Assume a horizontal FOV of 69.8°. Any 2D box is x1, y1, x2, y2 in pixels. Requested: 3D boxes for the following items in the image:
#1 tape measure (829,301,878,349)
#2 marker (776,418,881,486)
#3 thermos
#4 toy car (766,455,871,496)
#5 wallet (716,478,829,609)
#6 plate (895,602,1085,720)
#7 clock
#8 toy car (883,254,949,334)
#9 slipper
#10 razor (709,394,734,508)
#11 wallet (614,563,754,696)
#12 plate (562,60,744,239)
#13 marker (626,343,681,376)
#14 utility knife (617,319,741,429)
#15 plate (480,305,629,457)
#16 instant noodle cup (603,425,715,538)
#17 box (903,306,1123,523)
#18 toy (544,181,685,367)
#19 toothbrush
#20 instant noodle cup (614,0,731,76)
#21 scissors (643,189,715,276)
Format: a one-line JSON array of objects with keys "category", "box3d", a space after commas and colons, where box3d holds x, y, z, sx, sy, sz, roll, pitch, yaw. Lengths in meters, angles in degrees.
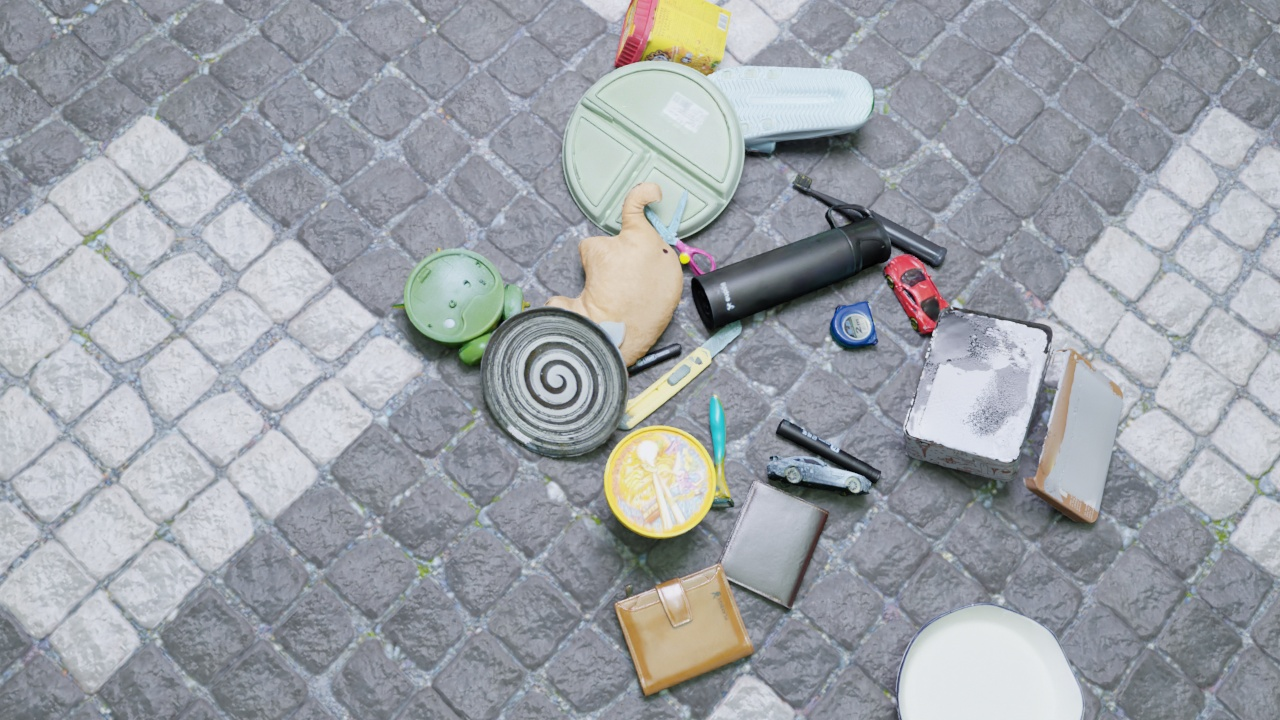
[{"category": "tape measure", "box3d": [0.261, -0.042, 1.128, 0.054, 0.025, 0.058, -10, 71, -4]}, {"category": "marker", "box3d": [0.222, 0.109, 1.087, 0.132, 0.020, 0.022, 28, 104, 3]}, {"category": "thermos", "box3d": [0.181, -0.119, 1.123, 0.242, 0.068, 0.090, -22, 84, -10]}, {"category": "toy car", "box3d": [0.206, 0.133, 1.061, 0.120, 0.054, 0.036, 12, 76, -1]}, {"category": "wallet", "box3d": [0.151, 0.209, 1.055, 0.096, 0.020, 0.122, 23, 75, 8]}, {"category": "plate", "box3d": [0.378, 0.372, 1.010, 0.205, 0.046, 0.204, 1, 74, -2]}, {"category": "clock", "box3d": [-0.203, -0.060, 1.088, 0.161, 0.056, 0.116, 32, 76, 6]}, {"category": "toy car", "box3d": [0.346, -0.085, 1.143, 0.049, 0.031, 0.106, -24, 75, -11]}, {"category": "slipper", "box3d": [0.172, -0.317, 1.170, 0.246, 0.074, 0.104, -1, 80, 14]}, {"category": "razor", "box3d": [0.089, 0.106, 1.074, 0.043, 0.028, 0.132, -7, 75, 27]}, {"category": "wallet", "box3d": [0.045, 0.291, 1.019, 0.130, 0.035, 0.119, -20, 83, -7]}, {"category": "plate", "box3d": [0.014, -0.260, 1.137, 0.230, 0.027, 0.230, 0, 91, 7]}, {"category": "marker", "box3d": [-0.007, 0.006, 1.103, 0.123, 0.015, 0.018, -22, 81, -11]}, {"category": "utility knife", "box3d": [0.046, 0.017, 1.107, 0.208, 0.021, 0.031, -39, 86, -17]}, {"category": "plate", "box3d": [-0.097, 0.024, 1.051, 0.179, 0.024, 0.179, 4, 105, 13]}, {"category": "instant noodle cup", "box3d": [0.018, 0.141, 1.015, 0.118, 0.114, 0.118, 1, 74, -3]}, {"category": "box", "box3d": [0.445, 0.060, 1.067, 0.271, 0.133, 0.179, 23, 74, -2]}, {"category": "toy", "box3d": [-0.014, -0.097, 1.089, 0.143, 0.082, 0.225, 30, 81, -9]}, {"category": "toothbrush", "box3d": [0.289, -0.181, 1.168, 0.212, 0.027, 0.026, 30, 37, 5]}, {"category": "instant noodle cup", "box3d": [0.043, -0.418, 1.181, 0.123, 0.116, 0.116, 14, 73, -12]}, {"category": "scissors", "box3d": [0.031, -0.141, 1.122, 0.131, 0.017, 0.133, -38, 102, 11]}]
